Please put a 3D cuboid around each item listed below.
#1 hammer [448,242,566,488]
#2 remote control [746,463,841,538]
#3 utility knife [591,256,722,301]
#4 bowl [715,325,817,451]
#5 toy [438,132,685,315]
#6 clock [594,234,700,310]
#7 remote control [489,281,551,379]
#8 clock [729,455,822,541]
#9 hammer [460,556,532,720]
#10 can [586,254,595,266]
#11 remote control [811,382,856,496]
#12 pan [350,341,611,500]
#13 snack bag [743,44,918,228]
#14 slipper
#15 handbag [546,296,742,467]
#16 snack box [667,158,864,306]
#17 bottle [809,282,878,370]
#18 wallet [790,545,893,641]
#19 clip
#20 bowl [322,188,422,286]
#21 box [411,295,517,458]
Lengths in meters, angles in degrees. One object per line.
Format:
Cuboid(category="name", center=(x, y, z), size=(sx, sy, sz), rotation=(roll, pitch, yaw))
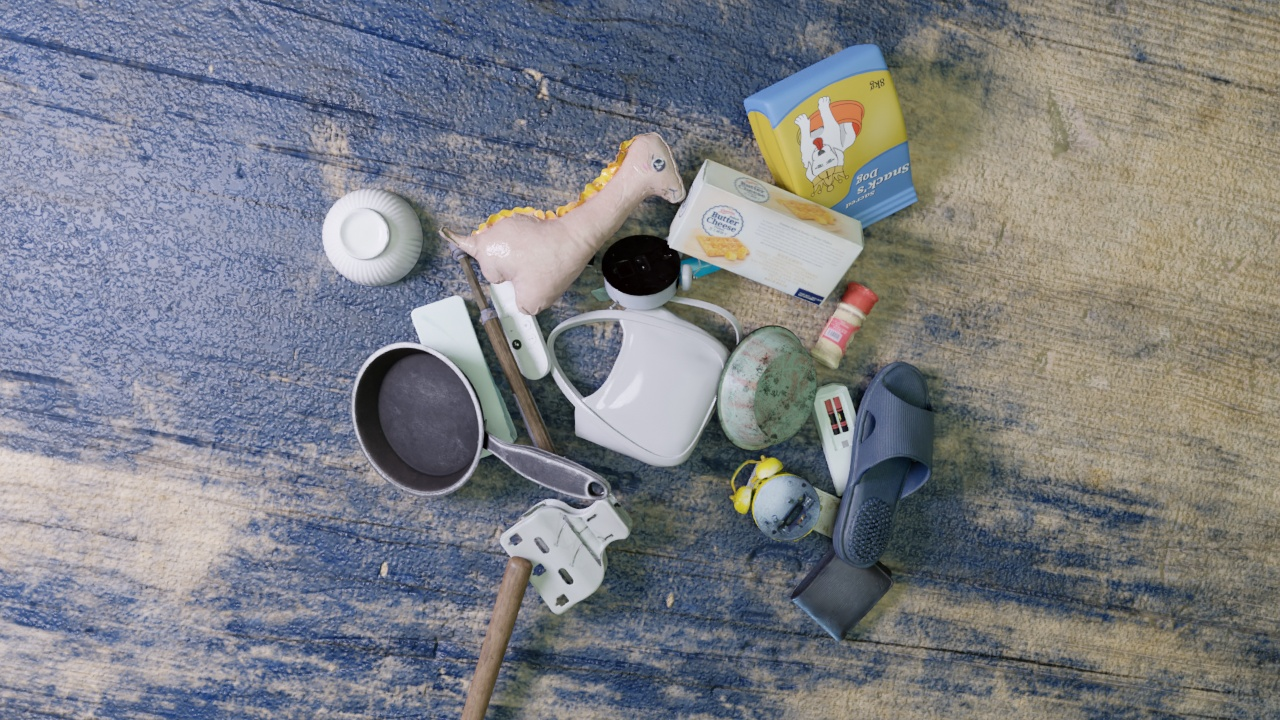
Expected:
Cuboid(category="hammer", center=(-0.159, -0.004, 1.091), size=(0.028, 0.147, 0.316), rotation=(-23, 85, -19))
Cuboid(category="remote control", center=(0.201, 0.180, 1.175), size=(0.136, 0.011, 0.050), rotation=(25, 92, -6))
Cuboid(category="utility knife", center=(0.026, -0.105, 1.138), size=(0.178, 0.015, 0.031), rotation=(-17, 92, -5))
Cuboid(category="bowl", center=(0.161, 0.038, 1.107), size=(0.157, 0.039, 0.157), rotation=(-11, 109, -36))
Cuboid(category="toy", center=(-0.083, -0.180, 1.070), size=(0.196, 0.065, 0.264), rotation=(40, 92, -7))
Cuboid(category="clock", center=(0.012, -0.108, 1.106), size=(0.122, 0.035, 0.094), rotation=(-16, 57, -10))
Cuboid(category="remote control", center=(-0.147, -0.042, 1.121), size=(0.043, 0.013, 0.136), rotation=(-19, 93, 24))
Cuboid(category="clock", center=(0.167, 0.171, 1.136), size=(0.118, 0.057, 0.083), rotation=(38, 92, -5))
Cuboid(category="hammer", center=(-0.191, 0.387, 1.126), size=(0.129, 0.040, 0.322), rotation=(18, 101, -2))
Cuboid(category="can", center=(-0.067, -0.157, 1.119), size=(0.031, 0.031, 0.080), rotation=(9, 93, -5))
Cuboid(category="remote control", center=(0.256, 0.100, 1.166), size=(0.049, 0.024, 0.143), rotation=(-18, 95, -3))
Cuboid(category="pan", center=(-0.185, 0.091, 1.048), size=(0.357, 0.055, 0.187), rotation=(15, 107, 20))
Cuboid(category="snack bag", center=(0.238, -0.252, 1.110), size=(0.159, 0.102, 0.205), rotation=(-27, 110, -2))
Cuboid(category="slipper", center=(0.315, 0.134, 1.131), size=(0.101, 0.083, 0.263), rotation=(17, 87, -25))
Cuboid(category="handbag", center=(-0.007, 0.007, 1.128), size=(0.223, 0.095, 0.216), rotation=(26, 91, 7))
Cuboid(category="snack box", center=(0.148, -0.150, 1.091), size=(0.208, 0.057, 0.104), rotation=(20, 135, -9))
Cuboid(category="bottle", center=(0.254, -0.043, 1.147), size=(0.044, 0.044, 0.109), rotation=(30, 92, -6))
Cuboid(category="wallet", center=(0.262, 0.293, 1.181), size=(0.089, 0.026, 0.115), rotation=(41, 90, -8))
Cuboid(category="clip", center=(-0.080, 0.220, 1.137), size=(0.152, 0.097, 0.126), rotation=(-38, 97, -4))
Cuboid(category="bowl", center=(-0.321, -0.147, 1.085), size=(0.118, 0.062, 0.118), rotation=(0, 94, -4))
Cuboid(category="box", center=(-0.213, 0.021, 1.114), size=(0.083, 0.066, 0.199), rotation=(-20, 94, 16))
